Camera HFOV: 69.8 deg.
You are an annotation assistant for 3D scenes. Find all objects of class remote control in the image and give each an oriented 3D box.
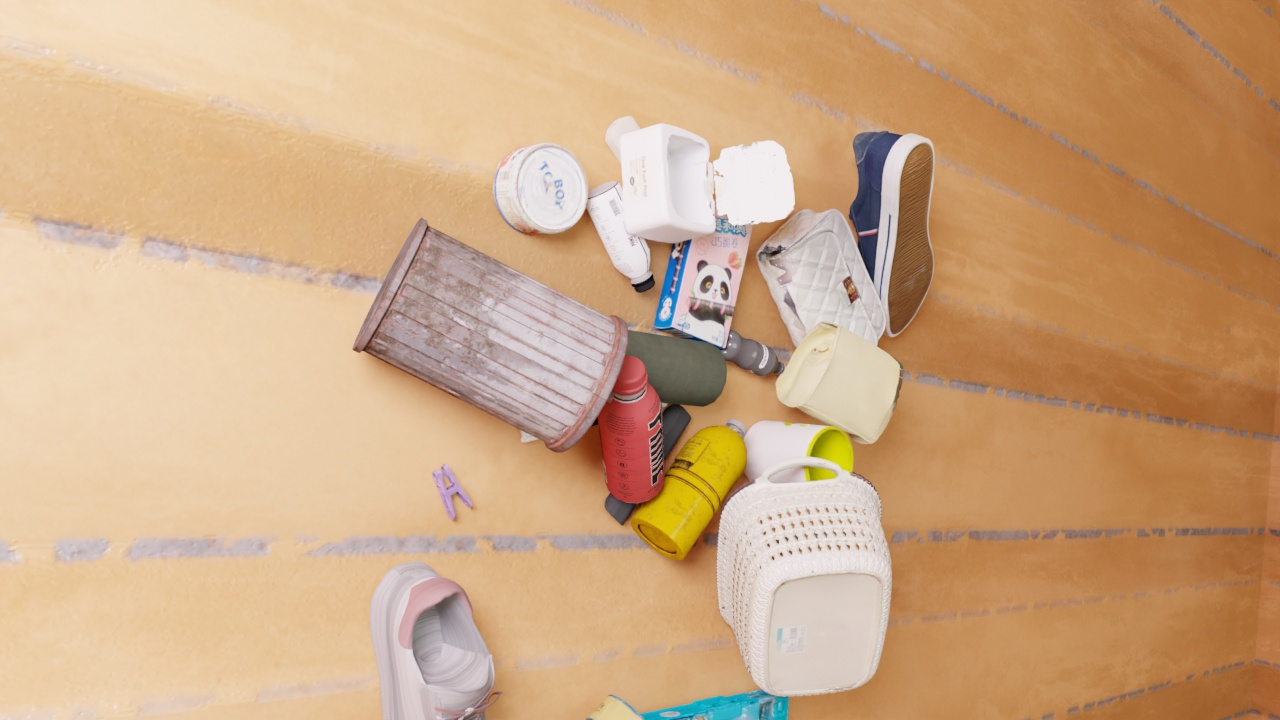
[{"bbox_3d":[0.007,-0.201,0.976,0.038,0.018,0.125,-51,121,-26],"label":"remote control"},{"bbox_3d":[0.009,0.111,0.994,0.033,0.015,0.146,49,63,-30],"label":"remote control"}]

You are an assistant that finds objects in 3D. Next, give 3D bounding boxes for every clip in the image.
[{"bbox_3d":[-0.174,0.120,0.849,0.033,0.013,0.051,-31,108,-36],"label":"clip"}]

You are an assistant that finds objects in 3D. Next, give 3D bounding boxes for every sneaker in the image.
[{"bbox_3d":[-0.170,0.297,0.810,0.099,0.090,0.236,-19,104,-37],"label":"sneaker"},{"bbox_3d":[0.308,-0.165,1.187,0.120,0.127,0.295,-36,133,-26],"label":"sneaker"}]

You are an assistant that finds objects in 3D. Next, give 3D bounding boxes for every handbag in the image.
[{"bbox_3d":[0.226,-0.081,1.123,0.138,0.073,0.195,-43,117,-27],"label":"handbag"},{"bbox_3d":[0.238,0.025,1.075,0.119,0.081,0.111,27,92,-22],"label":"handbag"}]

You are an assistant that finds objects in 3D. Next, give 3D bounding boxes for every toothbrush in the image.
[{"bbox_3d":[-0.045,0.058,0.951,0.186,0.012,0.017,-12,96,-38],"label":"toothbrush"}]

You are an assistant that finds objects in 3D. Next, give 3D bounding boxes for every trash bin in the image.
[{"bbox_3d":[-0.118,-0.016,0.780,0.211,0.131,0.130,28,74,-19],"label":"trash bin"}]

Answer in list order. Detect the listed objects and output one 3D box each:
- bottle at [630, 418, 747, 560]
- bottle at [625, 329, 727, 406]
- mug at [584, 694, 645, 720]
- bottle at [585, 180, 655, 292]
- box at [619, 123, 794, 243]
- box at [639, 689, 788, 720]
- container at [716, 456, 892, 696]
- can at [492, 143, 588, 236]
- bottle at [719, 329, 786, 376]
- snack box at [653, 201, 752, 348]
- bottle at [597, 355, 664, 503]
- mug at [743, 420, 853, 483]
[{"bbox_3d":[0.063,0.131,1.004,0.163,0.071,0.071,-51,121,-25],"label":"bottle"},{"bbox_3d":[-0.006,0.005,0.941,0.206,0.072,0.071,8,87,-39],"label":"bottle"},{"bbox_3d":[-0.038,0.418,0.937,0.107,0.083,0.114,-41,144,-30],"label":"mug"},{"bbox_3d":[-0.017,-0.124,0.945,0.041,0.041,0.116,-40,115,-31],"label":"bottle"},{"bbox_3d":[0.063,-0.180,0.950,0.188,0.101,0.111,-3,87,-32],"label":"box"},{"bbox_3d":[0.085,0.440,1.055,0.226,0.039,0.094,6,89,-39],"label":"box"},{"bbox_3d":[0.180,0.246,0.998,0.185,0.143,0.252,-3,122,-2],"label":"container"},{"bbox_3d":[-0.095,-0.164,0.879,0.086,0.043,0.086,-4,96,-38],"label":"can"},{"bbox_3d":[0.132,-0.005,1.074,0.109,0.036,0.036,22,78,-38],"label":"bottle"},{"bbox_3d":[0.072,-0.097,1.024,0.088,0.033,0.154,20,80,-39],"label":"snack box"},{"bbox_3d":[-0.009,0.066,0.897,0.062,0.062,0.177,-42,148,-30],"label":"bottle"},{"bbox_3d":[0.182,0.114,1.076,0.082,0.106,0.082,-2,93,-39],"label":"mug"}]
